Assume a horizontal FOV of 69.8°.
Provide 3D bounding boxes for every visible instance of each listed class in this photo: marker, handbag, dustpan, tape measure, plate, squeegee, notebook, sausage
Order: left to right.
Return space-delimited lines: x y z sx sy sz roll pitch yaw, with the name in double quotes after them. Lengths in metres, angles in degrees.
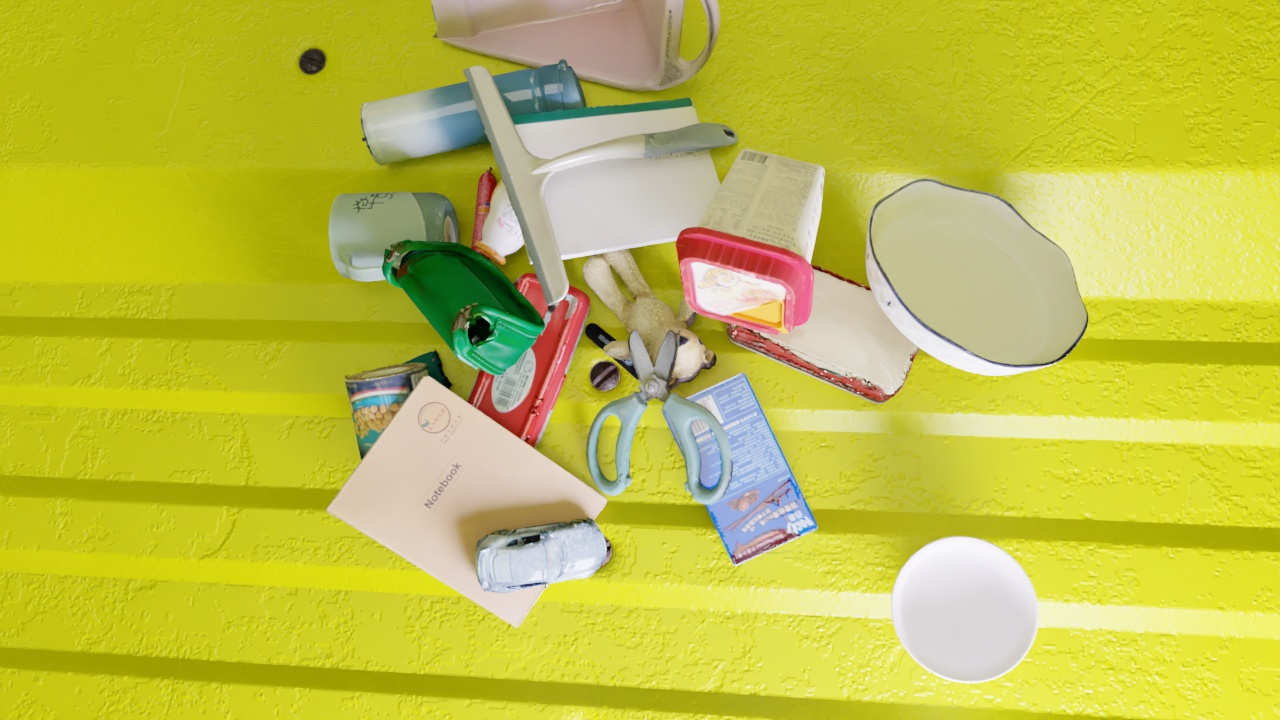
-0.216 0.023 0.895 0.058 0.025 0.054 -24 77 2 "tape measure"
-0.157 -0.052 0.819 0.068 0.120 0.131 -47 68 7 "handbag"
-0.152 0.130 0.830 0.207 0.008 0.147 37 85 -17 "notebook"
-0.159 -0.120 0.918 0.020 0.020 0.155 4 80 6 "sausage"
-0.073 -0.339 0.848 0.273 0.223 0.138 -9 67 -3 "dustpan"
-0.024 -0.177 0.879 0.208 0.012 0.150 -11 76 -19 "notebook"
-0.010 -0.196 0.861 0.246 0.039 0.246 -16 77 -20 "squeegee"
-0.005 0.005 0.881 0.124 0.015 0.018 40 82 10 "marker"
0.288 -0.070 0.808 0.204 0.046 0.204 9 55 -13 "plate"

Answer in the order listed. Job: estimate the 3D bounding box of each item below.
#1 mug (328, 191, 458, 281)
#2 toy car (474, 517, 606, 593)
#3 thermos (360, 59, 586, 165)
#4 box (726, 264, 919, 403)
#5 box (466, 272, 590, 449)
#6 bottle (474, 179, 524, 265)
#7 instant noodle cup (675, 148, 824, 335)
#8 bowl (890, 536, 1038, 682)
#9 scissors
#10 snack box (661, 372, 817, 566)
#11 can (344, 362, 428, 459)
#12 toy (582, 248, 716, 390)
-0.237 -0.113 0.882 0.106 0.082 0.111 0 39 3 "mug"
-0.090 0.177 0.830 0.120 0.037 0.054 -7 98 -18 "toy car"
-0.164 -0.246 0.919 0.220 0.070 0.070 -10 79 4 "thermos"
0.168 -0.031 0.837 0.168 0.079 0.091 24 82 10 "box"
-0.117 0.015 0.882 0.087 0.048 0.201 19 82 11 "box"
-0.118 -0.147 0.895 0.063 0.063 0.108 32 84 10 "bottle"
0.102 -0.104 0.783 0.117 0.116 0.124 17 68 15 "instant noodle cup"
0.271 0.211 0.789 0.118 0.065 0.118 -1 79 6 "bowl"
0.027 0.062 0.825 0.178 0.019 0.174 27 107 23 "scissors"
0.090 0.098 0.841 0.084 0.026 0.157 -25 84 1 "snack box"
-0.225 0.061 0.846 0.075 0.075 0.111 -8 99 4 "can"
0.005 -0.045 0.864 0.105 0.066 0.157 -32 74 -18 "toy"
